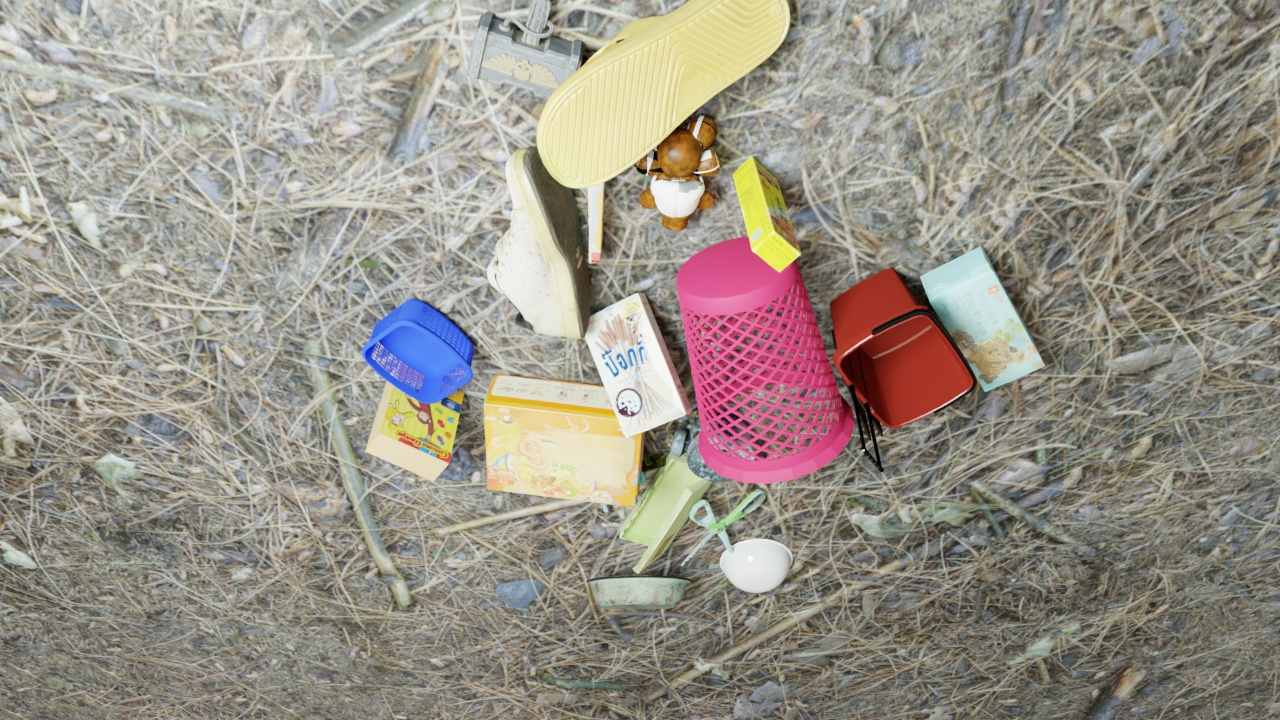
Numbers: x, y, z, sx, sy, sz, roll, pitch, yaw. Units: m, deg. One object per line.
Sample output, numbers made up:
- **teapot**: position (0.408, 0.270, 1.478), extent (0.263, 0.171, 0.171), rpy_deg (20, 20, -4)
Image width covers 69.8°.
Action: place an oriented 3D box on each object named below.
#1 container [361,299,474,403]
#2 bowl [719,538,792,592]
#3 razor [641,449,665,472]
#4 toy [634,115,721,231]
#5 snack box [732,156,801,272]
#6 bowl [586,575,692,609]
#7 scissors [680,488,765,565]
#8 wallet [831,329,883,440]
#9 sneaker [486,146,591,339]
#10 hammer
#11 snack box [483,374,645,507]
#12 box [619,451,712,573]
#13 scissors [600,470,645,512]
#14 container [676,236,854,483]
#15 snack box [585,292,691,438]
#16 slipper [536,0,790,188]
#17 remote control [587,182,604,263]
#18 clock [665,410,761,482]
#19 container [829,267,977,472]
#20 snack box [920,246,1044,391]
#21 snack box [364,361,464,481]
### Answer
- **container**: position (-0.258, -0.013, 1.081), extent (0.096, 0.058, 0.114), rpy_deg (-31, 124, 25)
- **bowl**: position (0.177, 0.320, 1.384), extent (0.110, 0.040, 0.110), rpy_deg (0, 132, 0)
- **razor**: position (-0.008, 0.107, 1.211), extent (0.042, 0.026, 0.106), rpy_deg (-19, 125, 19)
- **toy**: position (0.037, -0.186, 0.927), extent (0.087, 0.067, 0.113), rpy_deg (1, 141, 0)
- **snack box**: position (0.122, -0.146, 0.901), extent (0.040, 0.147, 0.029), rpy_deg (34, 120, -28)
- **bowl**: position (-0.002, 0.347, 1.364), extent (0.157, 0.038, 0.158), rpy_deg (0, 161, 0)
- **scissors**: position (0.107, 0.235, 1.300), extent (0.172, 0.023, 0.168), rpy_deg (-49, 142, 18)
- **wallet**: position (0.256, 0.031, 1.094), extent (0.018, 0.091, 0.115), rpy_deg (-22, 129, 19)
- **sneaker**: position (-0.120, -0.120, 0.977), extent (0.102, 0.088, 0.242), rpy_deg (1, 135, 13)
- **hammer**: position (-0.065, -0.374, 0.768), extent (0.098, 0.044, 0.323), rpy_deg (14, 130, -12)
- **snack box**: position (-0.092, 0.098, 1.158), extent (0.195, 0.080, 0.145), rpy_deg (7, 126, 3)
- **box**: position (0.039, 0.211, 1.284), extent (0.077, 0.089, 0.188), rpy_deg (3, 132, -29)
- **scissors**: position (-0.060, 0.159, 1.253), extent (0.125, 0.015, 0.137), rpy_deg (42, 129, -16)
- **container**: position (0.128, -0.009, 1.019), extent (0.183, 0.182, 0.226), rpy_deg (-12, 123, 11)
- **snack box**: position (-0.006, 0.006, 1.058), extent (0.082, 0.026, 0.150), rpy_deg (-23, 85, 21)
- **slipper**: position (0.012, -0.266, 0.846), extent (0.263, 0.078, 0.099), rpy_deg (-33, 129, 5)
- **remote control**: position (-0.047, -0.160, 0.962), extent (0.018, 0.038, 0.126), rpy_deg (3, 132, -1)
- **clock**: position (0.092, 0.107, 1.189), extent (0.129, 0.052, 0.090), rpy_deg (30, 126, -24)
- **container**: position (0.284, 0.011, 1.000), extent (0.127, 0.200, 0.148), rpy_deg (-31, 124, 21)
- **snack box**: position (0.394, -0.045, 1.053), extent (0.075, 0.053, 0.174), rpy_deg (-28, 127, 22)
- **snack box**: position (-0.271, 0.071, 1.111), extent (0.088, 0.125, 0.040), rpy_deg (28, 126, -23)
